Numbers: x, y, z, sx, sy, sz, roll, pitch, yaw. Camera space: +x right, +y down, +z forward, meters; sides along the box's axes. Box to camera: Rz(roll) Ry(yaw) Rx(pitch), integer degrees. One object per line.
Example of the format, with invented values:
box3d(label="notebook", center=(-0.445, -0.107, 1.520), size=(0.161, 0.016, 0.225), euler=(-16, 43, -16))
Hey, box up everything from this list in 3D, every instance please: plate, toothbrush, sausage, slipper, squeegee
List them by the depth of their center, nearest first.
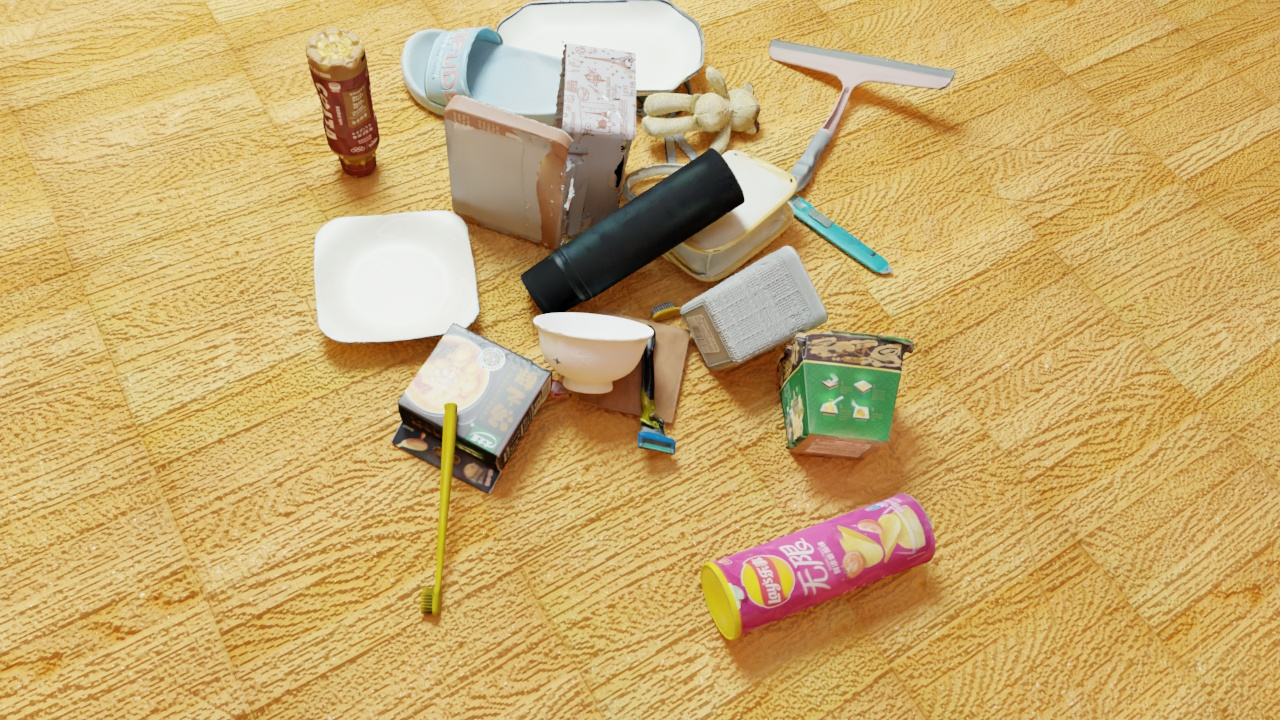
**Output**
box3d(label="toothbrush", center=(-0.181, 0.132, 0.827), size=(0.016, 0.016, 0.190), euler=(2, 79, 2))
box3d(label="sausage", center=(-0.141, 0.006, 0.939), size=(0.156, 0.020, 0.020), euler=(25, 60, 7))
box3d(label="plate", center=(-0.256, -0.084, 0.966), size=(0.163, 0.034, 0.164), euler=(-6, 61, -11))
box3d(label="toothbrush", center=(0.098, -0.077, 1.023), size=(0.191, 0.016, 0.018), euler=(-19, 55, -17))
box3d(label="slipper", center=(-0.179, -0.337, 1.078), size=(0.245, 0.074, 0.104), euler=(16, 80, 16))
box3d(label="squeegee", center=(0.232, -0.291, 1.153), size=(0.248, 0.040, 0.249), euler=(19, 63, 22))
box3d(label="plate", center=(-0.052, -0.387, 1.158), size=(0.266, 0.034, 0.161), euler=(-2, 62, -1))

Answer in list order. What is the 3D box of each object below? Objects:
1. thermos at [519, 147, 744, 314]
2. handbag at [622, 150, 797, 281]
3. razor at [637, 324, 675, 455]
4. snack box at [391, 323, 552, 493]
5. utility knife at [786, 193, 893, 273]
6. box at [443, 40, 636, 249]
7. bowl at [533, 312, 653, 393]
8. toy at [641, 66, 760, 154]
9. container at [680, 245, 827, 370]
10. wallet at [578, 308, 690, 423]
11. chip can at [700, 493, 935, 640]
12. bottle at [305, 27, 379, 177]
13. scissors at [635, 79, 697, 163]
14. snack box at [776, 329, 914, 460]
box3d(label="thermos", center=(-0.014, -0.136, 0.972), size=(0.242, 0.068, 0.090), euler=(-32, 36, 0))
box3d(label="handbag", center=(0.070, -0.181, 1.061), size=(0.179, 0.063, 0.163), euler=(36, 61, 28))
box3d(label="razor", center=(0.009, 0.028, 0.928), size=(0.042, 0.022, 0.142), euler=(15, 58, -32))
box3d(label="snack box", center=(-0.163, 0.044, 0.888), size=(0.113, 0.053, 0.125), euler=(26, 64, 7))
box3d(label="utility knife", center=(0.233, -0.150, 1.085), size=(0.157, 0.013, 0.029), euler=(39, 64, 15))
box3d(label="box", center=(-0.113, -0.228, 0.989), size=(0.193, 0.183, 0.156), euler=(6, 58, -8))
box3d(label="bowl", center=(-0.049, -0.004, 0.904), size=(0.118, 0.118, 0.065), euler=(5, 103, -5))
box3d(label="toy", center=(0.075, -0.301, 1.118), size=(0.157, 0.066, 0.105), euler=(-11, 101, -24))
box3d(label="container", center=(0.114, -0.049, 0.956), size=(0.114, 0.090, 0.090), euler=(-28, 92, -18))
box3d(label="wallet", center=(-0.006, 0.006, 0.958), size=(0.101, 0.020, 0.115), euler=(14, 62, -1))
box3d(label="chip can", center=(0.164, 0.186, 0.844), size=(0.210, 0.072, 0.071), euler=(-16, 63, -17))
box3d(label="bottle", center=(-0.314, -0.269, 0.985), size=(0.057, 0.175, 0.057), euler=(3, 60, -6))
box3d(label="scissors", center=(0.034, -0.296, 1.144), size=(0.159, 0.014, 0.175), euler=(25, 61, 7))
box3d(label="snack box", center=(0.200, 0.040, 0.921), size=(0.117, 0.118, 0.105), euler=(6, 71, -4))
